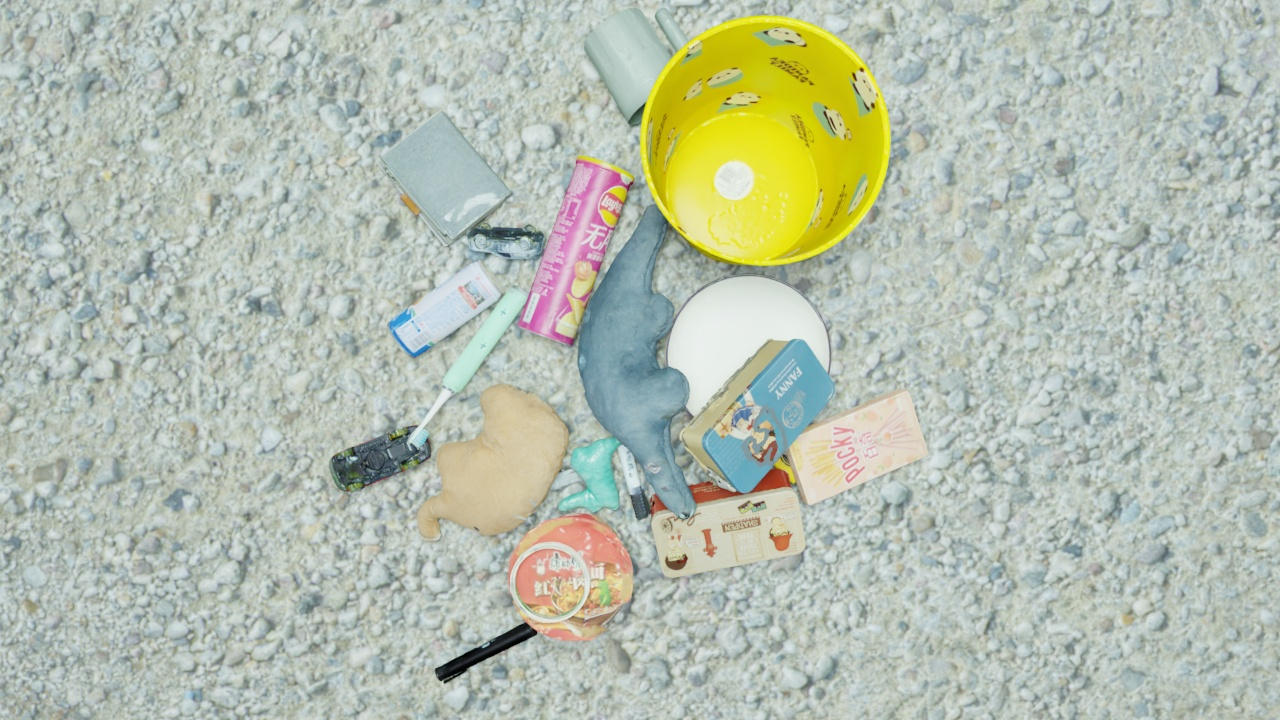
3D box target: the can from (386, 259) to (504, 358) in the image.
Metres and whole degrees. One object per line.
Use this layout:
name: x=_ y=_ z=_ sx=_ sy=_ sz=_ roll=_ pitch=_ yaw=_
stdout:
can: x=-0.228 y=-0.061 z=1.078 sx=0.134 sy=0.053 sz=0.053 roll=-35 pitch=90 yaw=2

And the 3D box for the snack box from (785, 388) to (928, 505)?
snack box: x=0.249 y=0.099 z=1.064 sx=0.157 sy=0.026 sz=0.084 roll=-22 pitch=100 yaw=-7

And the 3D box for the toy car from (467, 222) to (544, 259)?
toy car: x=-0.158 y=-0.140 z=1.081 sx=0.090 sy=0.042 sz=0.034 roll=3 pitch=125 yaw=-3

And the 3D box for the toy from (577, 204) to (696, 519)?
toy: x=-0.006 y=0.006 z=1.042 sx=0.138 sy=0.091 sz=0.356 roll=-12 pitch=80 yaw=26

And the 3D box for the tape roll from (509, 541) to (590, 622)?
tape roll: x=-0.098 y=0.239 z=0.991 sx=0.086 sy=0.014 sz=0.086 roll=0 pitch=91 yaw=2

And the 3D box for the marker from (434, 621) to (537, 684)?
marker: x=-0.185 y=0.350 z=1.102 sx=0.132 sy=0.020 sz=0.022 roll=-28 pitch=88 yaw=2

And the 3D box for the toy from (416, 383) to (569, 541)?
toy: x=-0.177 y=0.139 z=1.071 sx=0.143 sy=0.082 sz=0.226 roll=40 pitch=94 yaw=24

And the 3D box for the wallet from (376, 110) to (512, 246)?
wallet: x=-0.233 y=-0.213 z=1.084 sx=0.106 sy=0.037 sz=0.129 roll=-40 pitch=91 yaw=-9

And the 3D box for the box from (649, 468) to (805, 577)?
box: x=0.098 y=0.185 z=1.065 sx=0.168 sy=0.076 sz=0.091 roll=-11 pitch=110 yaw=4

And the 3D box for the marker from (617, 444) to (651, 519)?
marker: x=-0.012 y=0.125 z=1.094 sx=0.022 sy=0.018 sz=0.130 roll=-14 pitch=91 yaw=-24

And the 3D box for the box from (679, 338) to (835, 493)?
box: x=0.132 y=0.053 z=0.995 sx=0.184 sy=0.060 sz=0.090 roll=-47 pitch=114 yaw=-16

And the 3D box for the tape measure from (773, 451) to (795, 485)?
tape measure: x=0.176 y=0.107 z=1.082 sx=0.060 sy=0.029 sz=0.057 roll=44 pitch=89 yaw=-13

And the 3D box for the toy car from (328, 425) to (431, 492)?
toy car: x=-0.307 y=0.116 z=1.088 sx=0.120 sy=0.045 sz=0.053 roll=-20 pitch=89 yaw=-4

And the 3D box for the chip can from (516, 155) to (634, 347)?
chip can: x=-0.076 y=-0.125 z=1.064 sx=0.071 sy=0.071 sz=0.210 roll=20 pitch=92 yaw=1

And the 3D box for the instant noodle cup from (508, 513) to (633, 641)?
instant noodle cup: x=-0.076 y=0.236 z=1.052 sx=0.138 sy=0.108 sz=0.138 roll=0 pitch=92 yaw=1

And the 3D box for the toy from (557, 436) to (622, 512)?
toy: x=-0.056 y=0.141 z=1.080 sx=0.096 sy=0.030 sz=0.092 roll=-17 pitch=105 yaw=-7

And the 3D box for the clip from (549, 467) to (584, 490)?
clip: x=-0.086 y=0.138 z=1.095 sx=0.057 sy=0.029 sz=0.024 roll=-16 pitch=96 yaw=-4

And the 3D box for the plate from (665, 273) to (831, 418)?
plate: x=0.125 y=-0.005 z=1.076 sx=0.192 sy=0.039 sz=0.192 roll=0 pitch=91 yaw=1

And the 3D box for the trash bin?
trash bin: x=0.118 y=-0.203 z=0.964 sx=0.229 sy=0.255 sz=0.229 roll=0 pitch=91 yaw=2

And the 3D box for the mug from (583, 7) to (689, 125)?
mug: x=0.009 y=-0.346 z=1.060 sx=0.123 sy=0.084 sz=0.103 roll=-32 pitch=89 yaw=-25

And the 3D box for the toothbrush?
toothbrush: x=-0.203 y=0.006 z=1.075 sx=0.027 sy=0.026 sz=0.224 roll=38 pitch=82 yaw=-19
